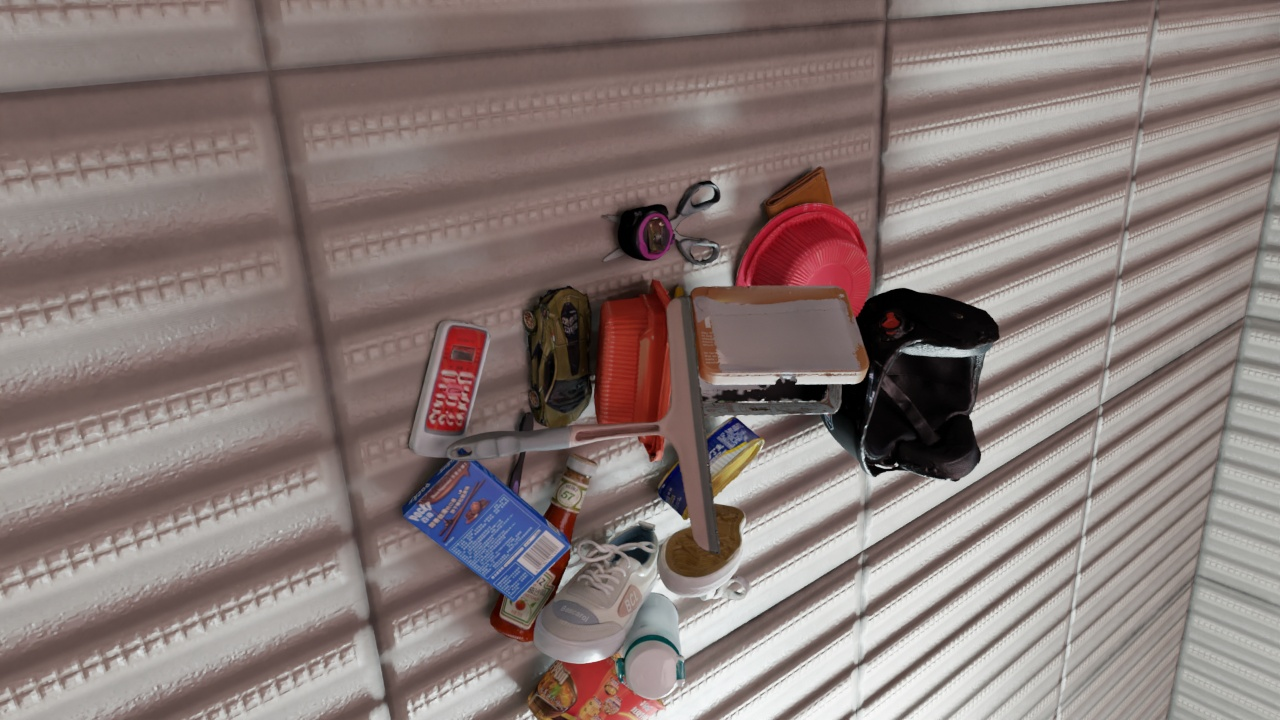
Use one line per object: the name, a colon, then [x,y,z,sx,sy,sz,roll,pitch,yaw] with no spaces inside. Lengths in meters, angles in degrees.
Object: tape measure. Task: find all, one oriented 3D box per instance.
tape measure: [0.007,-0.136,0.983,0.057,0.039,0.058,-15,114,-32]

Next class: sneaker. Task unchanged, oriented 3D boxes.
sneaker: [-0.034,0.242,1.001,0.241,0.089,0.091,-25,133,-67]
sneaker: [0.077,0.243,1.096,0.240,0.118,0.088,-28,125,-74]

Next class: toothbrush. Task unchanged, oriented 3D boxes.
toothbrush: [-0.138,0.143,0.983,0.014,0.017,0.189,5,104,-30]

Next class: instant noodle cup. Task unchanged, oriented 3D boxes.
instant noodle cup: [-0.055,0.392,1.059,0.108,0.138,0.138,-46,129,-10]
instant noodle cup: [-0.006,0.006,0.963,0.079,0.188,0.164,3,103,-7]
instant noodle cup: [0.215,-0.095,1.139,0.193,0.066,0.194,-11,118,-23]

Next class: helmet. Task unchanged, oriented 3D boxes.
helmet: [0.342,0.026,1.212,0.274,0.230,0.234,-26,127,-27]

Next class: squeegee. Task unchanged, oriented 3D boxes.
squeegee: [-0.061,0.073,0.878,0.249,0.040,0.248,-6,99,3]

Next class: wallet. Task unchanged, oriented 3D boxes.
wallet: [0.217,-0.168,1.169,0.118,0.035,0.131,-37,126,-24]

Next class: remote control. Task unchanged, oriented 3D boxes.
remote control: [-0.185,0.029,0.895,0.055,0.020,0.136,11,97,-43]

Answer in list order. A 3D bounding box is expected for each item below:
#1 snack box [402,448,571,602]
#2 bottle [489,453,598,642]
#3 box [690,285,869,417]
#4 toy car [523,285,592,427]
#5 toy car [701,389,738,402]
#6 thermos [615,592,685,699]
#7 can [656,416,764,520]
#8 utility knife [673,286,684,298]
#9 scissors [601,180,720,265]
snack box: [-0.154,0.168,0.926,0.084,0.026,0.157,-45,115,-1]
bottle: [-0.100,0.202,1.000,0.059,0.060,0.206,25,88,-43]
box: [0.145,-0.008,1.008,0.182,0.181,0.153,-2,101,-1]
toy car: [-0.081,0.000,0.963,0.070,0.042,0.158,-17,118,-36]
toy car: [0.096,0.025,1.130,0.043,0.036,0.091,-29,118,-29]
thermos: [0.011,0.321,1.039,0.073,0.224,0.073,0,89,1]
can: [0.087,0.131,1.127,0.147,0.049,0.075,-38,157,-26]
utility knife: [0.044,-0.037,1.006,0.015,0.164,0.033,9,126,-5]
scissors: [0.031,-0.148,1.032,0.175,0.014,0.159,-53,129,-11]
